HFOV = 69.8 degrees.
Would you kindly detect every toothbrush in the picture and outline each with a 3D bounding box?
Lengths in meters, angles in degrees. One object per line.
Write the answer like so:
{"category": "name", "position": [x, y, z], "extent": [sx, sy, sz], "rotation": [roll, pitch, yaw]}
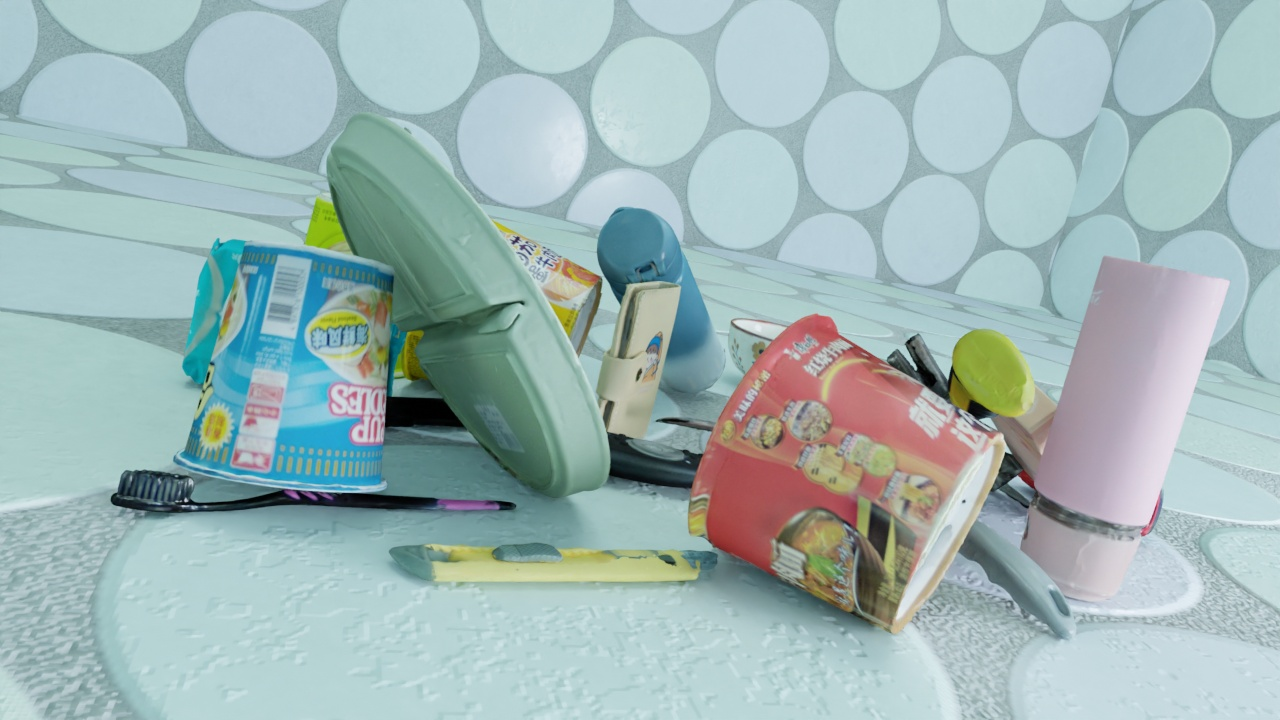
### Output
{"category": "toothbrush", "position": [-0.147, 0.065, 0.442], "extent": [0.189, 0.018, 0.014], "rotation": [7, 7, -31]}

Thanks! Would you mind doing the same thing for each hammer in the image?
{"category": "hammer", "position": [0.200, 0.022, 0.567], "extent": [0.126, 0.032, 0.323], "rotation": [54, 8, 16]}

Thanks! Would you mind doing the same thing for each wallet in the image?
{"category": "wallet", "position": [-0.004, 0.004, 0.629], "extent": [0.024, 0.115, 0.087], "rotation": [20, 14, 22]}

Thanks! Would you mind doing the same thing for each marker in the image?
{"category": "marker", "position": [-0.119, 0.035, 0.603], "extent": [0.131, 0.020, 0.022], "rotation": [4, 31, -32]}

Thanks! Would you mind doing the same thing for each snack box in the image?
{"category": "snack box", "position": [0.278, 0.054, 0.647], "extent": [0.157, 0.026, 0.084], "rotation": [46, 11, -41]}

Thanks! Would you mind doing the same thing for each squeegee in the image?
{"category": "squeegee", "position": [0.172, 0.089, 0.575], "extent": [0.247, 0.040, 0.249], "rotation": [13, 13, -32]}

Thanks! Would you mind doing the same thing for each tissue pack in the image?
{"category": "tissue pack", "position": [-0.218, -0.023, 0.596], "extent": [0.133, 0.093, 0.050], "rotation": [8, 8, -16]}

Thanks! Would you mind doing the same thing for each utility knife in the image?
{"category": "utility knife", "position": [-0.032, 0.096, 0.430], "extent": [0.166, 0.018, 0.031], "rotation": [11, 17, -28]}

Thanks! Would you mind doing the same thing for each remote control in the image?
{"category": "remote control", "position": [-0.010, 0.061, 0.576], "extent": [0.136, 0.024, 0.053], "rotation": [15, 5, -5]}

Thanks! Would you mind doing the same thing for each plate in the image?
{"category": "plate", "position": [-0.097, -0.020, 0.483], "extent": [0.027, 0.230, 0.230], "rotation": [-35, 34, -20]}

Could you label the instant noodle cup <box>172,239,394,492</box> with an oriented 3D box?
{"category": "instant noodle cup", "position": [-0.164, 0.001, 0.444], "extent": [0.099, 0.110, 0.099], "rotation": [9, -1, 0]}

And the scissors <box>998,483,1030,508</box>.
{"category": "scissors", "position": [0.248, 0.077, 0.796], "extent": [0.190, 0.022, 0.228], "rotation": [12, 17, 21]}

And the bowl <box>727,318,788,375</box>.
{"category": "bowl", "position": [0.139, 0.001, 0.919], "extent": [0.113, 0.062, 0.113], "rotation": [11, 13, -3]}

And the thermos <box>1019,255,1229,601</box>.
{"category": "thermos", "position": [0.281, 0.040, 0.547], "extent": [0.067, 0.199, 0.087], "rotation": [15, 14, 20]}

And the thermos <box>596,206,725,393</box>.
{"category": "thermos", "position": [0.020, -0.045, 0.749], "extent": [0.070, 0.070, 0.220], "rotation": [18, -19, 23]}

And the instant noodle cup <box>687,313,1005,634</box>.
{"category": "instant noodle cup", "position": [0.107, 0.059, 0.457], "extent": [0.109, 0.138, 0.137], "rotation": [28, 18, 28]}

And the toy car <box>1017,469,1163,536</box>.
{"category": "toy car", "position": [0.345, 0.096, 0.713], "extent": [0.045, 0.053, 0.120], "rotation": [6, 11, -22]}

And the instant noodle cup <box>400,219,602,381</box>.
{"category": "instant noodle cup", "position": [-0.096, -0.031, 0.679], "extent": [0.110, 0.138, 0.138], "rotation": [21, 12, 2]}

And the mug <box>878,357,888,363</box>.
{"category": "mug", "position": [0.159, 0.023, 0.737], "extent": [0.106, 0.082, 0.112], "rotation": [17, -27, 7]}

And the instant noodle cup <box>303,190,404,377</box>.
{"category": "instant noodle cup", "position": [-0.215, -0.061, 0.699], "extent": [0.111, 0.123, 0.111], "rotation": [12, 12, -3]}
